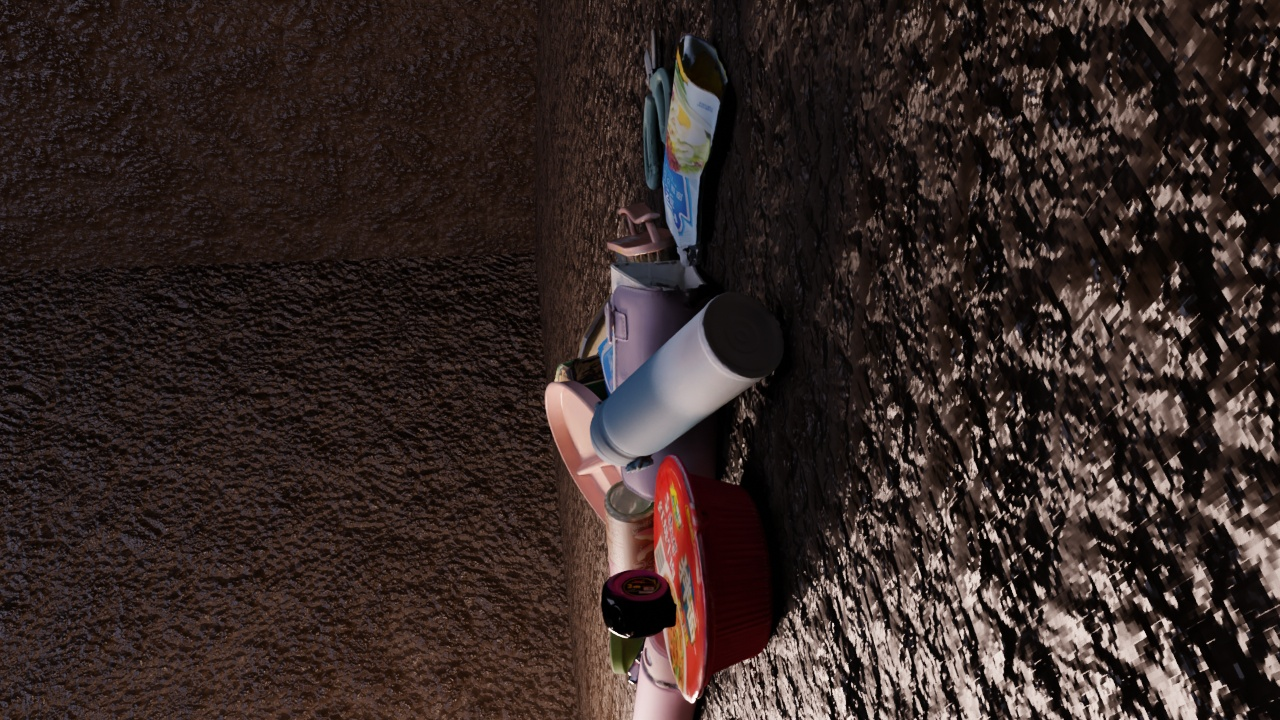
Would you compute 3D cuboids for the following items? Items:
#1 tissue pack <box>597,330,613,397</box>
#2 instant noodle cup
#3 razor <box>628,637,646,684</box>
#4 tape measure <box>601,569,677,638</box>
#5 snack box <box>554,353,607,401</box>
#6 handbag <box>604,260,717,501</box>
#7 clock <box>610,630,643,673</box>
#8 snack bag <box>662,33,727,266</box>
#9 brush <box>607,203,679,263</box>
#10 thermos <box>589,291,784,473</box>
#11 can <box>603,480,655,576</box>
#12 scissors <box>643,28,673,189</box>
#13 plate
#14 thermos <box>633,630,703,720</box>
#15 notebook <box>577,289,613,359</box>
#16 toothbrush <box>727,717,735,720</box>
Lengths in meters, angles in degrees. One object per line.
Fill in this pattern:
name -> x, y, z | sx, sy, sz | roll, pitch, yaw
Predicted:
tissue pack -> -0.006, 0.006, 1.016 | 0.157, 0.052, 0.095 | 137, 123, -62
instant noodle cup -> 0.057, 0.169, 0.735 | 0.194, 0.066, 0.194 | 176, 91, -80
razor -> 0.013, 0.291, 0.978 | 0.022, 0.043, 0.143 | -16, -48, -59
tape measure -> -0.003, 0.196, 0.731 | 0.058, 0.057, 0.039 | -136, 42, -65
snack box -> -0.039, 0.052, 1.189 | 0.118, 0.118, 0.105 | 115, 138, -71
handbag -> 0.018, 0.015, 0.854 | 0.145, 0.098, 0.197 | -136, 43, -69
clock -> 0.002, 0.300, 1.081 | 0.161, 0.056, 0.116 | -61, -28, -75
snack bag -> 0.042, -0.176, 0.805 | 0.191, 0.038, 0.110 | 97, 155, -49
brush -> 0.004, -0.127, 0.960 | 0.145, 0.063, 0.073 | -132, 27, -77
thermos -> 0.025, 0.026, 0.700 | 0.221, 0.070, 0.070 | 136, 133, -55
can -> -0.006, 0.192, 0.967 | 0.057, 0.058, 0.147 | -104, 8, -49
scissors -> 0.020, -0.269, 0.967 | 0.178, 0.019, 0.173 | -134, 43, -77
plate -> -0.045, 0.123, 1.102 | 0.229, 0.028, 0.230 | 48, 155, 30
thermos -> 0.034, 0.343, 0.949 | 0.199, 0.067, 0.087 | 97, 152, -43
notebook -> -0.047, -0.052, 1.224 | 0.145, 0.010, 0.207 | -58, -3, -20
toothbrush -> 0.072, 0.378, 0.876 | 0.190, 0.014, 0.017 | 99, 155, -50
